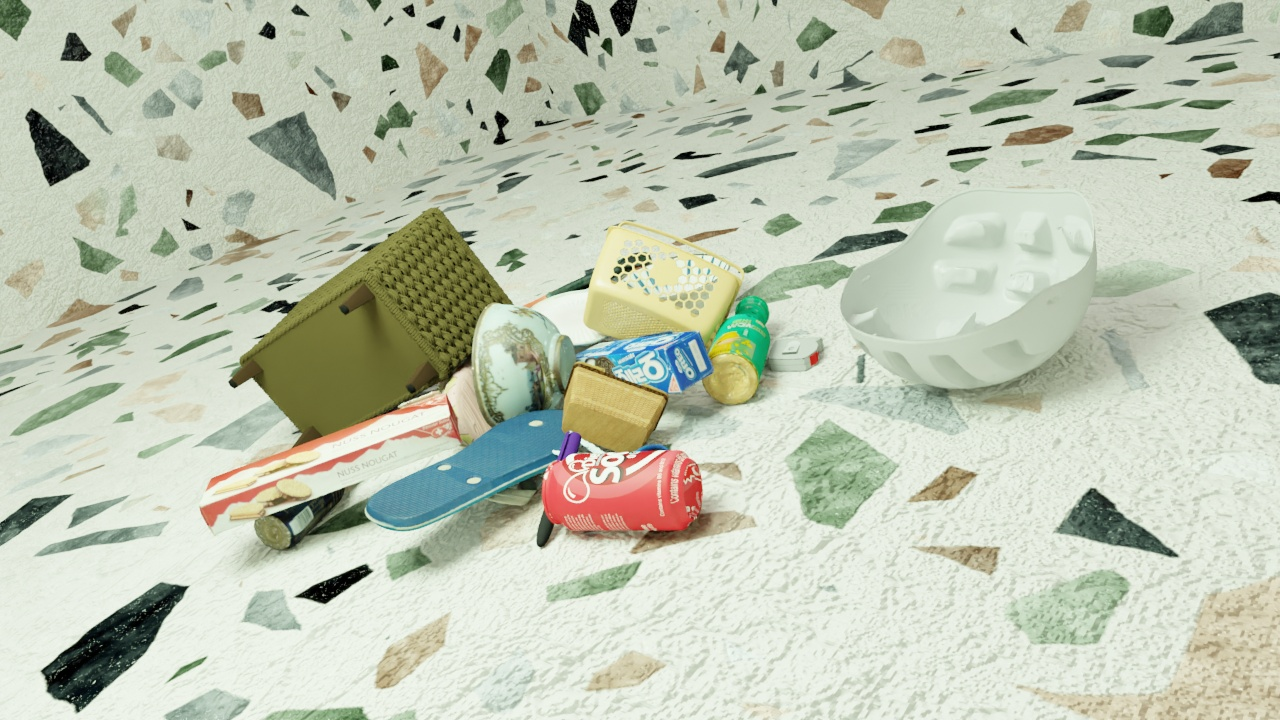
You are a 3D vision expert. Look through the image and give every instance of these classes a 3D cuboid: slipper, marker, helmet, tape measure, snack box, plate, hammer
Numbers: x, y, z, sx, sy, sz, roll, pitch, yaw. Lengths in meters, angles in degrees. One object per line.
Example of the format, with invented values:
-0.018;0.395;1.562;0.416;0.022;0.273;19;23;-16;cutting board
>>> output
-0.228;0.049;1.176;0.082;0.093;0.197;-22;21;11;slipper
-0.084;0.128;0.928;0.015;0.018;0.133;-26;36;42;marker
0.345;-0.069;0.960;0.281;0.184;0.225;-25;18;-39;helmet
-0.159;0.126;0.982;0.118;0.060;0.294;7;22;37;slipper
0.190;-0.009;1.129;0.060;0.020;0.062;-4;25;24;tape measure
-0.333;0.107;0.996;0.272;0.044;0.076;-20;22;-7;snack box
-0.089;-0.056;1.258;0.157;0.014;0.156;-6;31;4;plate
-0.114;-0.103;1.388;0.334;0.033;0.132;-18;-1;43;hammer
-0.007;0.006;1.106;0.059;0.059;0.227;-28;12;-33;snack box

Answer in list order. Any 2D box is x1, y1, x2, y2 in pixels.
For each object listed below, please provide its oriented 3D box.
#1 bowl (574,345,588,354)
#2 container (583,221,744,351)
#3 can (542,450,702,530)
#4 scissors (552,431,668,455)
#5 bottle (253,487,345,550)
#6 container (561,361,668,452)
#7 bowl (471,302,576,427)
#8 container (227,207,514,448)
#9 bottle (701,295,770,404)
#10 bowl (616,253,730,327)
-0.141;-0.016;1.292;0.132;0.064;0.131;-13;23;5;bowl
0.032;-0.100;1.190;0.183;0.129;0.166;23;57;4;container
-0.017;0.125;0.877;0.143;0.074;0.074;-5;25;23;can
-0.025;0.101;0.975;0.133;0.015;0.103;28;41;32;scissors
-0.377;0.153;1.061;0.056;0.056;0.160;-6;24;21;bottle
-0.033;0.057;1.016;0.114;0.063;0.061;20;40;-1;container
-0.133;0.006;1.130;0.094;0.160;0.159;-2;25;13;bowl
-0.361;-0.022;1.198;0.322;0.176;0.204;-25;20;34;container
0.126;-0.022;1.137;0.068;0.068;0.209;-7;24;19;bottle
0.052;-0.094;1.345;0.177;0.071;0.177;-12;22;5;bowl
